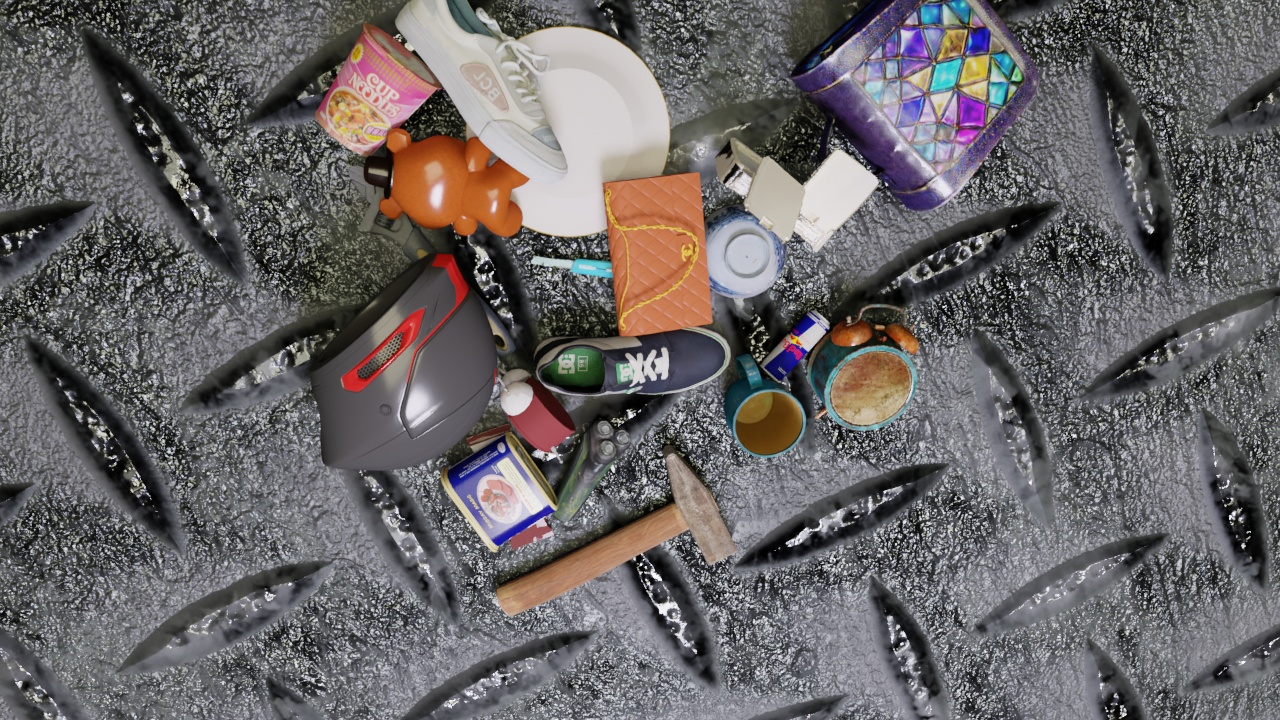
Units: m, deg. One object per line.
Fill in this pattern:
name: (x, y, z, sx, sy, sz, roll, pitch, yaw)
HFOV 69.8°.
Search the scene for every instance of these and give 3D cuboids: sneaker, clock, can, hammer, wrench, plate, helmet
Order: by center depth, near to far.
sneaker: (-0.146, -0.295, 0.948, 0.091, 0.089, 0.242, -39, 91, 25)
helmet: (-0.253, 0.023, 1.005, 0.265, 0.164, 0.170, -39, 112, 9)
plate: (-0.079, -0.253, 1.025, 0.229, 0.021, 0.230, -1, 105, -6)
wrench: (-0.237, -0.110, 1.046, 0.073, 0.022, 0.273, -41, 105, -2)
clock: (-0.125, 0.057, 1.069, 0.044, 0.087, 0.124, -41, 109, 6)
sneaker: (-0.006, 0.006, 1.072, 0.235, 0.079, 0.084, -4, 104, -6)
can: (-0.165, 0.154, 1.091, 0.092, 0.056, 0.116, -32, 106, 2)
clock: (0.270, 0.001, 1.101, 0.121, 0.073, 0.158, 6, 116, -11)
can: (0.187, -0.018, 1.111, 0.032, 0.032, 0.095, 40, 97, -14)
hammer: (-0.046, 0.235, 1.150, 0.301, 0.037, 0.158, -27, 106, 1)

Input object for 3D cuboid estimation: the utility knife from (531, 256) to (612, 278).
utility knife: (-0.052, -0.106, 1.070, 0.151, 0.015, 0.022, 4, 102, -7)

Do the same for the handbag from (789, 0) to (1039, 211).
handbag: (0.288, -0.287, 1.003, 0.205, 0.125, 0.222, 43, 94, -15)

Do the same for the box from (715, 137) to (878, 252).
box: (0.171, -0.187, 0.969, 0.143, 0.192, 0.107, 31, 117, -19)

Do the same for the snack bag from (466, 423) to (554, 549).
snack bag: (-0.160, 0.156, 1.129, 0.057, 0.013, 0.158, -21, 106, -2)

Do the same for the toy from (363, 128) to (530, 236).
toy: (-0.207, -0.190, 0.988, 0.175, 0.096, 0.112, 5, 121, -25)

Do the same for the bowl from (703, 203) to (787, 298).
bowl: (0.121, -0.124, 1.069, 0.114, 0.045, 0.114, -1, 105, -6)

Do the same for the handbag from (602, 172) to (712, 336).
handbag: (0.019, -0.120, 1.037, 0.108, 0.060, 0.172, -10, 104, -17)

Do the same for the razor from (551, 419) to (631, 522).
razor: (-0.066, 0.138, 1.109, 0.054, 0.067, 0.152, 29, 108, -9)

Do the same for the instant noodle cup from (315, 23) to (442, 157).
instant noodle cup: (-0.281, -0.278, 0.964, 0.097, 0.097, 0.109, 40, 104, -14)

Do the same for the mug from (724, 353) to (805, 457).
mug: (0.137, 0.046, 1.086, 0.084, 0.104, 0.112, -17, 103, -2)
